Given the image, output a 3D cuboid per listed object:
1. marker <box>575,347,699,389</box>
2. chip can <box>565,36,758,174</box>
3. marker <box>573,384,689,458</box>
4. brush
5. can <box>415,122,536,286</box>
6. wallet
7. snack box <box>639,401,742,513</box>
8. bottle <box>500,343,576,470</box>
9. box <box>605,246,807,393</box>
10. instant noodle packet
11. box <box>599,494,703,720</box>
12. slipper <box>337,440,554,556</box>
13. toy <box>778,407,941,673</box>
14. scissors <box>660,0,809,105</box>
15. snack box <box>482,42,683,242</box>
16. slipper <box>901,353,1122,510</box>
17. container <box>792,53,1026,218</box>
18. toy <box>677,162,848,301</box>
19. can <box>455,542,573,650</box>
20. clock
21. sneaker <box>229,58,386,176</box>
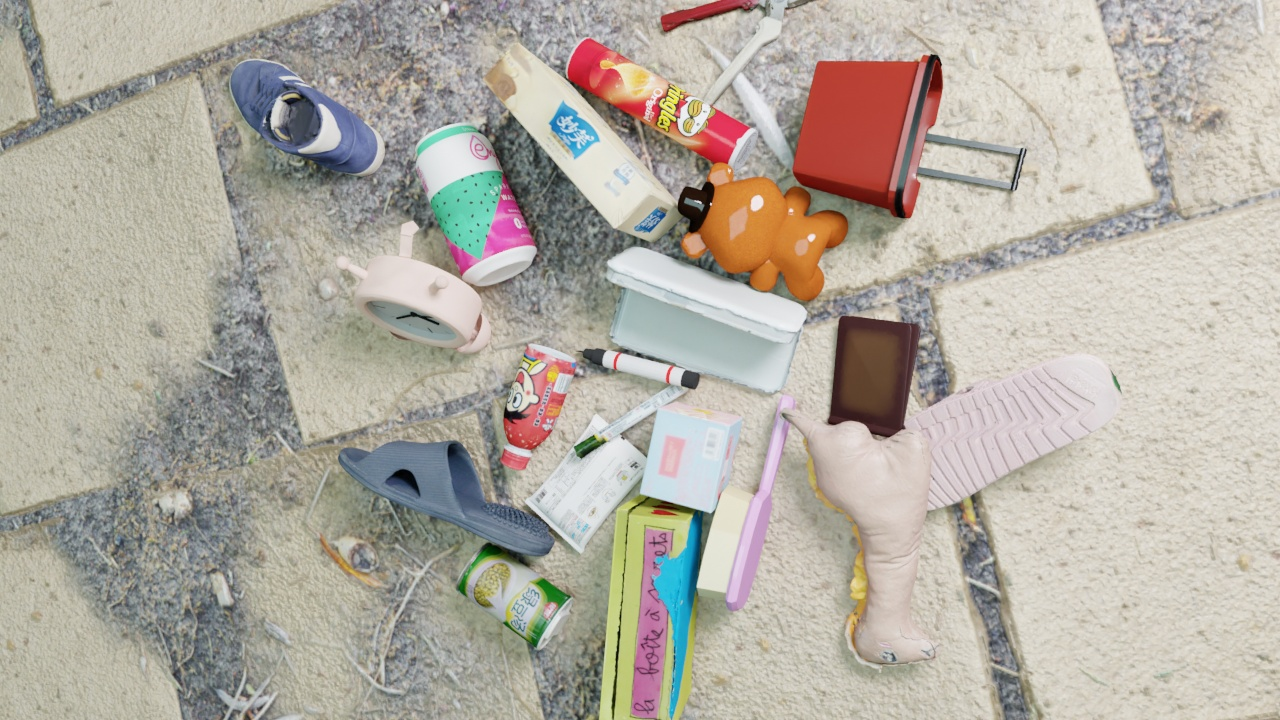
[{"bbox_3d":[-0.006,0.006,1.004,0.146,0.019,0.019,14,95,23],"label":"marker"},{"bbox_3d":[0.020,-0.273,0.978,0.215,0.051,0.052,33,99,12],"label":"chip can"},{"bbox_3d":[-0.008,0.063,1.001,0.146,0.017,0.017,-32,83,2],"label":"marker"},{"bbox_3d":[0.113,0.144,0.957,0.043,0.089,0.228,14,83,19],"label":"brush"},{"bbox_3d":[-0.184,-0.171,1.017,0.088,0.088,0.166,-25,85,14],"label":"can"},{"bbox_3d":[0.235,0.016,0.927,0.092,0.018,0.115,12,98,47],"label":"wallet"},{"bbox_3d":[0.054,0.098,0.960,0.079,0.094,0.093,13,96,15],"label":"snack box"},{"bbox_3d":[-0.120,0.054,1.023,0.062,0.062,0.137,22,96,13],"label":"bottle"},{"bbox_3d":[0.063,-0.044,0.948,0.211,0.105,0.130,16,99,14],"label":"box"},{"bbox_3d":[-0.059,0.138,1.027,0.087,0.026,0.134,41,101,10],"label":"instant noodle packet"},{"bbox_3d":[0.014,0.256,0.964,0.083,0.124,0.221,3,94,12],"label":"box"},{"bbox_3d":[-0.209,0.135,1.037,0.263,0.101,0.082,23,90,7],"label":"slipper"},{"bbox_3d":[0.220,0.183,0.929,0.196,0.065,0.265,15,113,30],"label":"toy"},{"bbox_3d":[0.112,-0.355,0.970,0.197,0.015,0.179,12,94,14],"label":"scissors"},{"bbox_3d":[-0.053,-0.219,0.947,0.055,0.153,0.207,-43,81,13],"label":"snack box"},{"bbox_3d":[0.345,0.064,0.896,0.240,0.064,0.094,-33,85,31],"label":"slipper"},{"bbox_3d":[0.263,-0.211,0.884,0.201,0.127,0.148,14,95,21],"label":"container"},{"bbox_3d":[0.121,-0.133,0.936,0.176,0.096,0.112,22,98,-15],"label":"toy"},{"bbox_3d":[-0.140,0.264,1.032,0.121,0.067,0.067,32,99,12],"label":"can"},{"bbox_3d":[-0.239,-0.071,1.009,0.131,0.161,0.086,11,64,15],"label":"clock"},{"bbox_3d":[-0.422,-0.291,1.062,0.233,0.118,0.091,34,100,12],"label":"sneaker"}]
